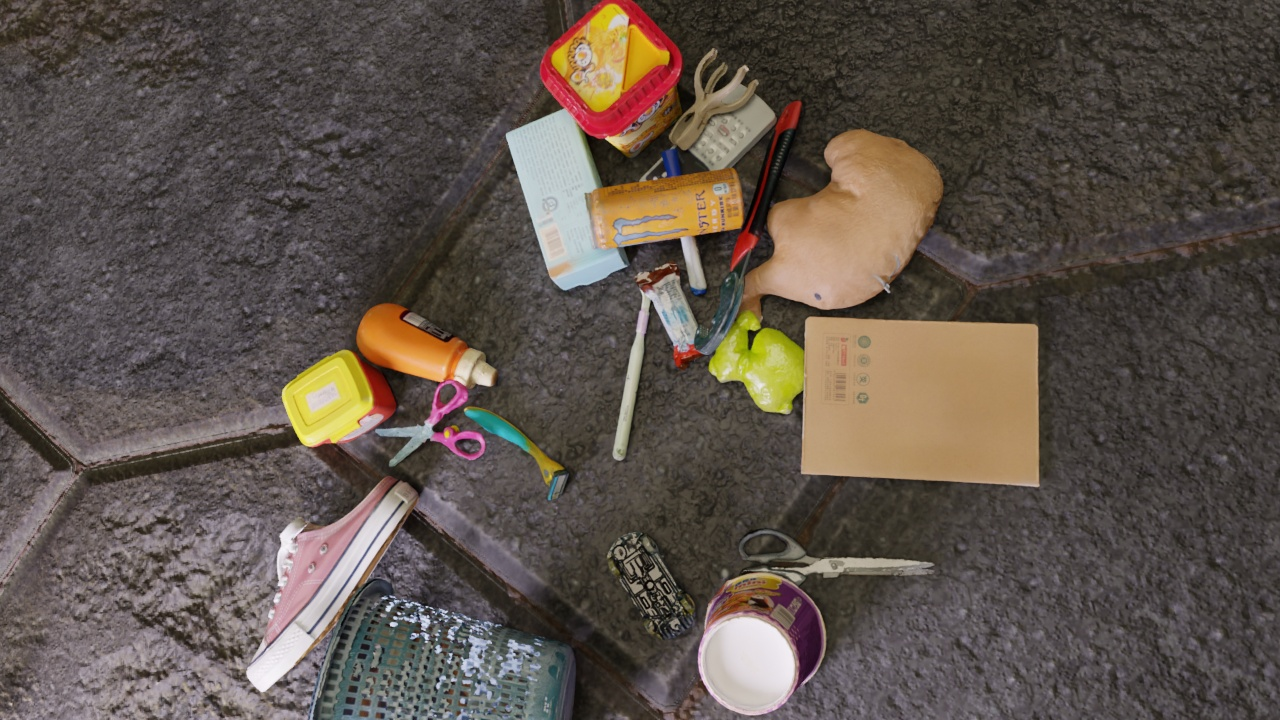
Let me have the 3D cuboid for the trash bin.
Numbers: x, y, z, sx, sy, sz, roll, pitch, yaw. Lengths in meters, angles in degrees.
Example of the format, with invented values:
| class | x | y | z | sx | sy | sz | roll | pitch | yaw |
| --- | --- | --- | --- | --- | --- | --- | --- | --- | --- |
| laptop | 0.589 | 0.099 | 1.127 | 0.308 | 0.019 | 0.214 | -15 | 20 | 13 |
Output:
| class | x | y | z | sx | sy | sz | roll | pitch | yaw |
| --- | --- | --- | --- | --- | --- | --- | --- | --- | --- |
| trash bin | -0.162 | 0.319 | 0.812 | 0.195 | 0.226 | 0.226 | 6 | 82 | 2 |

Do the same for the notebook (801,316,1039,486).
| class | x | y | z | sx | sy | sz | roll | pitch | yaw |
| --- | --- | --- | --- | --- | --- | --- | --- | --- | --- |
| notebook | 0.253 | 0.035 | 0.833 | 0.208 | 0.008 | 0.147 | 2 | 81 | 7 |

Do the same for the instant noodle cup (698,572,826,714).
| class | x | y | z | sx | sy | sz | roll | pitch | yaw |
| --- | --- | --- | --- | --- | --- | --- | --- | --- | --- |
| instant noodle cup | 0.100 | 0.250 | 0.794 | 0.112 | 0.099 | 0.111 | 0 | 90 | 17 |

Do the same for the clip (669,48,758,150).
| class | x | y | z | sx | sy | sz | roll | pitch | yaw |
| --- | --- | --- | --- | --- | --- | --- | --- | --- | --- |
| clip | 0.077 | -0.255 | 0.904 | 0.095 | 0.035 | 0.102 | 11 | 78 | 33 |

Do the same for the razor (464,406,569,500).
| class | x | y | z | sx | sy | sz | roll | pitch | yaw |
| --- | --- | --- | --- | --- | --- | --- | --- | --- | --- |
| razor | -0.126 | 0.085 | 0.923 | 0.132 | 0.043 | 0.028 | 36 | 46 | 18 |

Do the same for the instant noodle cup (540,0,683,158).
| class | x | y | z | sx | sy | sz | roll | pitch | yaw |
| --- | --- | --- | --- | --- | --- | --- | --- | --- | --- |
| instant noodle cup | -0.019 | -0.270 | 0.907 | 0.116 | 0.123 | 0.116 | -40 | 74 | 4 |

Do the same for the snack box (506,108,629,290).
| class | x | y | z | sx | sy | sz | roll | pitch | yaw |
| --- | --- | --- | --- | --- | --- | --- | --- | --- | --- |
| snack box | -0.075 | -0.165 | 0.941 | 0.074 | 0.051 | 0.174 | -20 | 77 | 8 |

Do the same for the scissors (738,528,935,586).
| class | x | y | z | sx | sy | sz | roll | pitch | yaw |
| --- | --- | --- | --- | --- | --- | --- | --- | --- | --- |
| scissors | 0.175 | 0.198 | 0.838 | 0.175 | 0.014 | 0.133 | 32 | 91 | 13 |

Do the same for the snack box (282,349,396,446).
| class | x | y | z | sx | sy | sz | roll | pitch | yaw |
| --- | --- | --- | --- | --- | --- | --- | --- | --- | --- |
| snack box | -0.306 | 0.044 | 0.949 | 0.091 | 0.080 | 0.082 | -31 | 74 | 7 |

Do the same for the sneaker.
| class | x | y | z | sx | sy | sz | roll | pitch | yaw |
| --- | --- | --- | --- | --- | --- | --- | --- | --- | --- |
| sneaker | -0.322 | 0.209 | 0.913 | 0.088 | 0.118 | 0.241 | 35 | 84 | -1 |

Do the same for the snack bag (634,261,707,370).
| class | x | y | z | sx | sy | sz | roll | pitch | yaw |
| --- | --- | --- | --- | --- | --- | --- | --- | --- | --- |
| snack bag | 0.035 | -0.044 | 0.898 | 0.045 | 0.026 | 0.105 | -25 | 84 | 1 |

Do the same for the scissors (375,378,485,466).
| class | x | y | z | sx | sy | sz | roll | pitch | yaw |
| --- | --- | --- | --- | --- | --- | --- | --- | --- | --- |
| scissors | -0.219 | 0.064 | 0.941 | 0.136 | 0.017 | 0.108 | 0 | 99 | 22 |

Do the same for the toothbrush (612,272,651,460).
| class | x | y | z | sx | sy | sz | roll | pitch | yaw |
| --- | --- | --- | --- | --- | --- | --- | --- | --- | --- |
| toothbrush | -0.005 | 0.005 | 0.911 | 0.029 | 0.020 | 0.189 | 12 | 83 | -9 |

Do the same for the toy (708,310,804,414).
| class | x | y | z | sx | sy | sz | roll | pitch | yaw |
| --- | --- | --- | --- | --- | --- | --- | --- | --- | --- |
| toy | 0.114 | 0.001 | 0.872 | 0.100 | 0.031 | 0.097 | 4 | 95 | 15 |

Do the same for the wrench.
| class | x | y | z | sx | sy | sz | roll | pitch | yaw |
| --- | --- | --- | --- | --- | --- | --- | --- | --- | --- |
| wrench | 0.108 | -0.132 | 0.881 | 0.016 | 0.056 | 0.273 | 25 | 77 | -20 |

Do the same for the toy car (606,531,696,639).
| class | x | y | z | sx | sy | sz | roll | pitch | yaw |
| --- | --- | --- | --- | --- | --- | --- | --- | --- | --- |
| toy car | 0.010 | 0.210 | 0.865 | 0.049 | 0.031 | 0.105 | -35 | 75 | 5 |

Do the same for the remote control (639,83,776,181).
| class | x | y | z | sx | sy | sz | roll | pitch | yaw |
| --- | --- | --- | --- | --- | --- | --- | --- | --- | --- |
| remote control | 0.067 | -0.211 | 0.929 | 0.150 | 0.021 | 0.058 | -45 | 73 | 2 |

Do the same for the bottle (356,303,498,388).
| class | x | y | z | sx | sy | sz | roll | pitch | yaw |
| --- | --- | --- | --- | --- | --- | --- | --- | --- | --- |
| bottle | -0.216 | -0.008 | 0.947 | 0.149 | 0.067 | 0.066 | 21 | 86 | 9 |

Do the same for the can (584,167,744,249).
| class | x | y | z | sx | sy | sz | roll | pitch | yaw |
| --- | --- | --- | --- | --- | --- | --- | --- | --- | --- |
| can | 0.023 | -0.143 | 0.870 | 0.146 | 0.058 | 0.058 | -9 | 78 | 0 |

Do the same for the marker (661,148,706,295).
| class | x | y | z | sx | sy | sz | roll | pitch | yaw |
| --- | --- | --- | --- | --- | --- | --- | --- | --- | --- |
| marker | 0.044 | -0.136 | 0.909 | 0.017 | 0.017 | 0.146 | -12 | 91 | 12 |

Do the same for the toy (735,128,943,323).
| class | x | y | z | sx | sy | sz | roll | pitch | yaw |
| --- | --- | --- | --- | --- | --- | --- | --- | --- | --- |
| toy | 0.180 | -0.110 | 0.857 | 0.226 | 0.082 | 0.143 | -49 | 53 | 4 |
